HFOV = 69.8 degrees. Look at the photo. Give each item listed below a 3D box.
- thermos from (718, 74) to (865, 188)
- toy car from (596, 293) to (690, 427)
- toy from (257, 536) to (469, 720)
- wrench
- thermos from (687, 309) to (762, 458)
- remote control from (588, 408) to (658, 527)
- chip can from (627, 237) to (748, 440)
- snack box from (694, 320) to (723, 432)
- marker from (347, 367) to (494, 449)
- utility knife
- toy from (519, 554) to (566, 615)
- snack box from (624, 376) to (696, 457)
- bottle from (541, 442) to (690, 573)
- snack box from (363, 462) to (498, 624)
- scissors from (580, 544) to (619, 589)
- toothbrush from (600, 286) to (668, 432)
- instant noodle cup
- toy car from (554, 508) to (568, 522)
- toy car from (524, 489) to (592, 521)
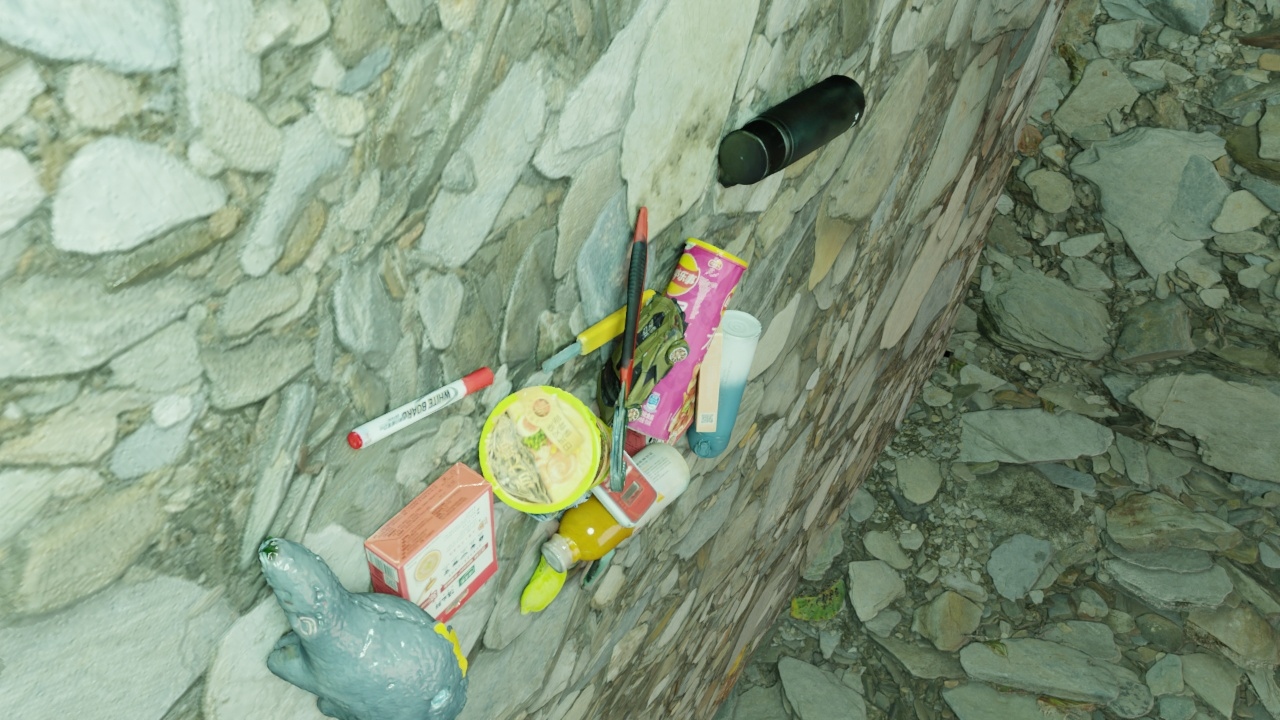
[{"bbox_3d":[0.168,-0.259,1.047,0.241,0.068,0.090,-36,179,-43],"label":"thermos"},{"bbox_3d":[-0.003,0.004,0.936,0.042,0.070,0.158,14,121,-34],"label":"toy car"},{"bbox_3d":[-0.209,0.247,0.732,0.357,0.138,0.091,88,12,-49],"label":"toy"},{"bbox_3d":[-0.010,-0.011,0.868,0.056,0.016,0.273,32,63,-85],"label":"wrench"},{"bbox_3d":[0.110,0.039,1.245,0.070,0.070,0.221,-37,147,-46],"label":"thermos"},{"bbox_3d":[-0.036,0.112,0.960,0.055,0.136,0.020,-46,-163,-27],"label":"remote control"},{"bbox_3d":[0.041,-0.022,0.987,0.210,0.071,0.071,-66,157,5],"label":"chip can"},{"bbox_3d":[0.082,0.004,1.127,0.084,0.026,0.157,-89,180,-50],"label":"snack box"},{"bbox_3d":[-0.167,0.035,0.711,0.144,0.017,0.017,-30,142,-52],"label":"marker"},{"bbox_3d":[-0.037,-0.032,0.911,0.215,0.015,0.033,-35,147,-52],"label":"utility knife"},{"bbox_3d":[-0.106,0.250,1.071,0.096,0.031,0.100,-30,141,-55],"label":"toy"},{"bbox_3d":[0.019,0.063,1.106,0.113,0.044,0.127,-48,154,-31],"label":"snack box"},{"bbox_3d":[-0.027,0.163,1.012,0.189,0.068,0.068,-35,147,-30],"label":"bottle"},{"bbox_3d":[-0.179,0.172,0.805,0.113,0.044,0.127,-43,150,-40],"label":"snack box"},{"bbox_3d":[-0.028,0.218,1.136,0.171,0.019,0.170,-55,176,-3],"label":"scissors"},{"bbox_3d":[-0.006,0.006,1.022,0.190,0.016,0.015,-64,157,4],"label":"toothbrush"},{"bbox_3d":[-0.076,0.084,0.861,0.111,0.112,0.123,-62,166,1],"label":"instant noodle cup"},{"bbox_3d":[-0.063,0.176,1.062,0.054,0.037,0.120,-52,148,-8],"label":"toy car"},{"bbox_3d":[-0.089,0.139,0.956,0.105,0.049,0.031,-18,135,-59],"label":"toy car"}]
